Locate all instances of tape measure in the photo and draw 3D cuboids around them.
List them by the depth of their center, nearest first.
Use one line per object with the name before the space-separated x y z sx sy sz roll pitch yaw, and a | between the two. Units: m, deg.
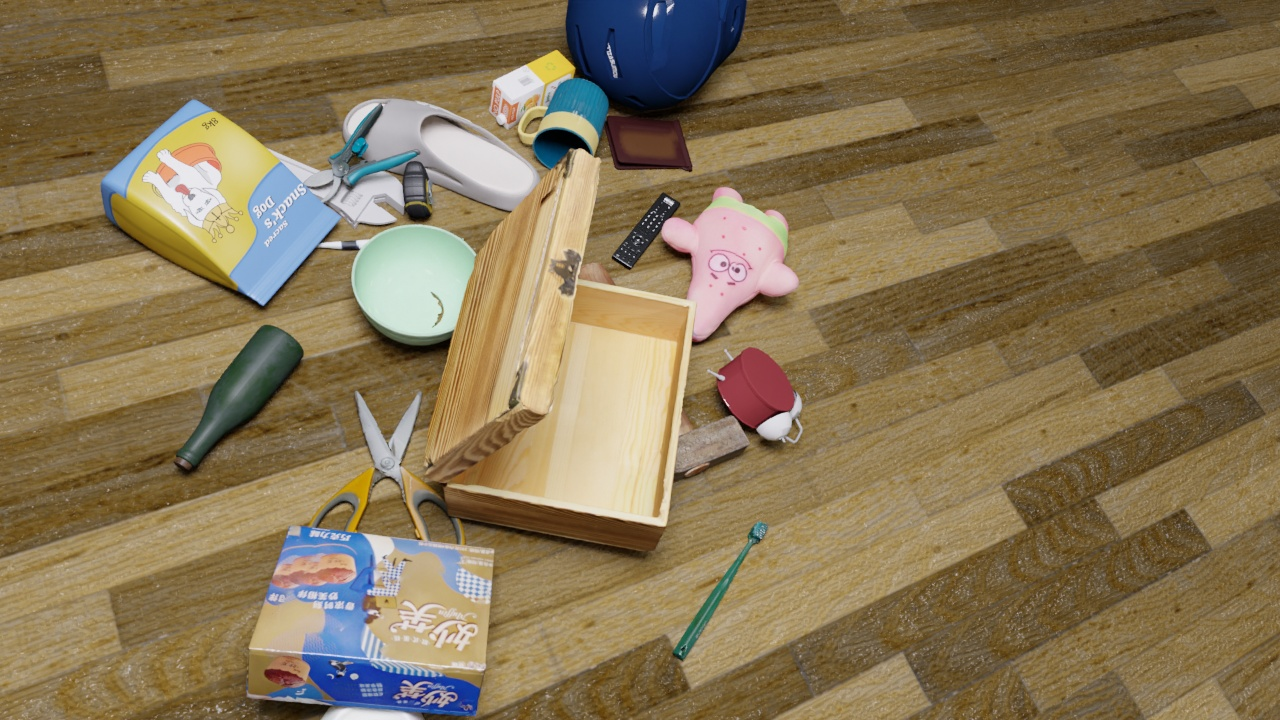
tape measure | -0.276 -0.209 1.148 0.034 0.062 0.061 -4 65 -3

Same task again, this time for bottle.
bottle | -0.431 0.042 0.973 0.055 0.055 0.173 28 60 1

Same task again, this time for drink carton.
drink carton | -0.153 -0.375 1.275 0.122 0.059 0.040 -37 77 -29

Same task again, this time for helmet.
helmet | 0.002 -0.476 1.254 0.232 0.273 0.222 20 48 33

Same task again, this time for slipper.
slipper | -0.252 -0.282 1.184 0.266 0.081 0.112 24 62 -2

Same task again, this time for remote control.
remote control | 0.009 -0.177 1.241 0.030 0.009 0.139 33 59 4

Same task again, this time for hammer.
hammer | -0.007 0.007 1.121 0.157 0.037 0.300 -19 68 -24

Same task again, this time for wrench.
wrench | -0.425 -0.240 1.151 0.273 0.018 0.086 24 59 -1

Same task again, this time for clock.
clock | 0.147 0.043 1.118 0.137 0.048 0.096 49 32 -2

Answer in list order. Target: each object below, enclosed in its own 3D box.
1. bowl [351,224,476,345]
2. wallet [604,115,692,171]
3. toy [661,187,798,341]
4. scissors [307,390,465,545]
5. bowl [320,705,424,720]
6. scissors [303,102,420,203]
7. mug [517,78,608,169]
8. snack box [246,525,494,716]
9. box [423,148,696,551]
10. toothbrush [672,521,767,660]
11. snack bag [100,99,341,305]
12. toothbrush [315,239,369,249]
bowl | -0.259 -0.077 1.072 0.151 0.077 0.150 7 61 -12
wallet | 0.012 -0.310 1.312 0.115 0.018 0.091 -4 63 -19
toy | 0.112 -0.126 1.196 0.192 0.097 0.236 24 66 8
scissors | -0.263 0.134 0.991 0.216 0.016 0.224 24 58 -2
bowl | -0.249 0.359 0.843 0.116 0.066 0.116 7 60 -12
scissors | -0.339 -0.249 1.130 0.124 0.019 0.153 19 79 8
mug | -0.108 -0.322 1.250 0.114 0.083 0.107 7 58 11
snack box | -0.247 0.244 0.869 0.202 0.069 0.154 9 32 -11
box | -0.087 -0.007 0.913 0.284 0.324 0.278 10 63 -1
toothbrush | 0.092 0.253 1.025 0.016 0.017 0.189 36 59 6
snack bag | -0.477 -0.175 1.059 0.205 0.102 0.158 34 58 -8
toothbrush | -0.344 -0.139 1.121 0.186 0.012 0.017 -6 77 -19
